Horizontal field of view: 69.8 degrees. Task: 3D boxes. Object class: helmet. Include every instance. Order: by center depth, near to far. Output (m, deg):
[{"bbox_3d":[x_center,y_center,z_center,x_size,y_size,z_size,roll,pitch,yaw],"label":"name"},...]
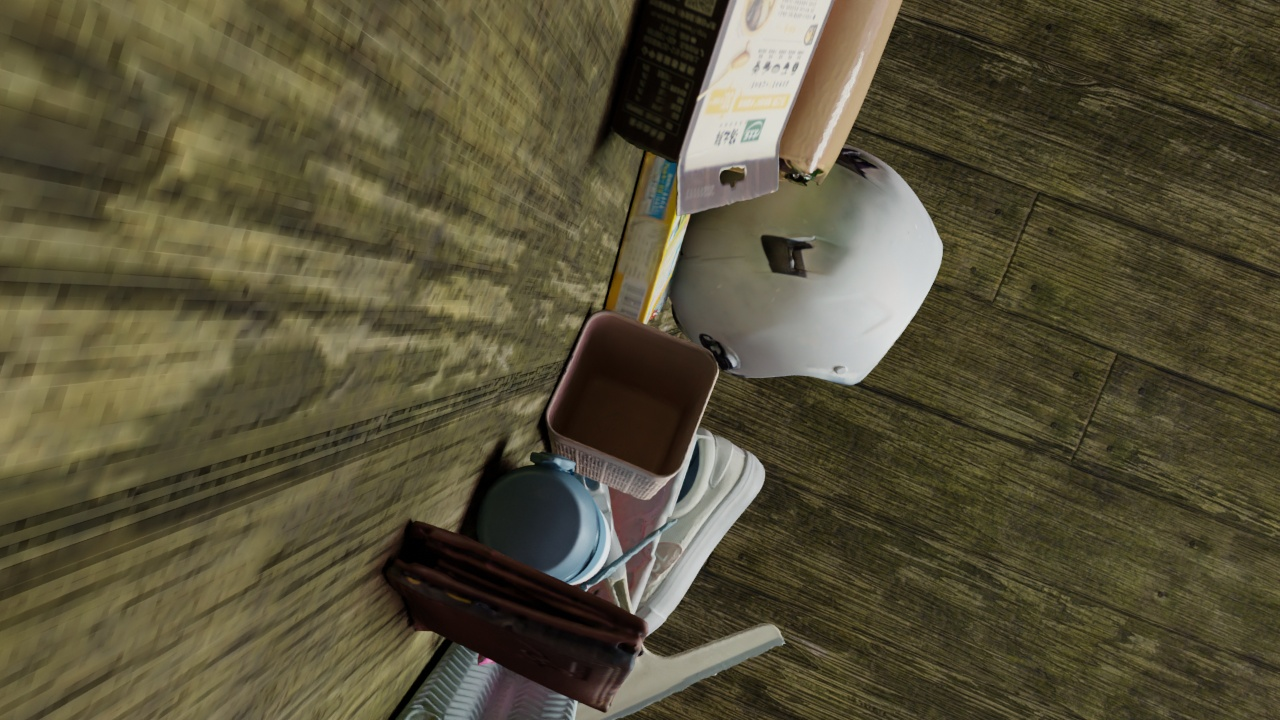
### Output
[{"bbox_3d":[0.122,-0.108,0.807,0.228,0.259,0.146,-54,140,-19],"label":"helmet"}]

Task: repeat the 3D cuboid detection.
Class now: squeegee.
[{"bbox_3d":[-0.020,0.175,0.730,0.039,0.246,0.247,-132,-155,-60],"label":"squeegee"}]

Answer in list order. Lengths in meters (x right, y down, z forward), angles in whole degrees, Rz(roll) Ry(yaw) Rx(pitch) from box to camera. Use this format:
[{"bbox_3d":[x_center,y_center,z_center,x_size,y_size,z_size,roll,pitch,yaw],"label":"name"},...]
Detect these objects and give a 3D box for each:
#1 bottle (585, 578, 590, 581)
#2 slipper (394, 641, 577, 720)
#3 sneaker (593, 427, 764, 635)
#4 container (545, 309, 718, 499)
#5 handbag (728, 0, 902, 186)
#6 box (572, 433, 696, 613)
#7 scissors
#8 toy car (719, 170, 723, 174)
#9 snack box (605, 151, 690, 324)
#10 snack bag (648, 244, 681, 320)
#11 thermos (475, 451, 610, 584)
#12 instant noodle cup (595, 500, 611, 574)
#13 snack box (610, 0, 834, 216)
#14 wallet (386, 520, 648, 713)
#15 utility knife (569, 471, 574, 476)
[{"bbox_3d":[-0.075,0.220,0.853,0.066,0.067,0.149,2,102,-85],"label":"bottle"},{"bbox_3d":[-0.088,0.219,0.464,0.245,0.104,0.074,-75,-174,-72],"label":"slipper"},{"bbox_3d":[0.007,0.166,0.852,0.242,0.090,0.089,-52,-160,9],"label":"sneaker"},{"bbox_3d":[-0.009,0.037,0.615,0.111,0.090,0.090,105,7,-70],"label":"container"},{"bbox_3d":[0.116,-0.222,0.645,0.147,0.099,0.205,-119,-137,-54],"label":"handbag"},{"bbox_3d":[-0.025,0.134,0.774,0.095,0.101,0.201,60,51,-85],"label":"box"},{"bbox_3d":[-0.028,0.124,0.506,0.138,0.017,0.083,-38,166,9],"label":"scissors"},{"bbox_3d":[0.057,-0.174,0.776,0.042,0.035,0.090,88,26,-76],"label":"toy car"},{"bbox_3d":[0.014,-0.097,0.629,0.086,0.034,0.141,-63,174,-51],"label":"snack box"},{"bbox_3d":[0.016,-0.075,0.783,0.104,0.026,0.048,105,1,-47],"label":"snack bag"},{"bbox_3d":[-0.051,0.101,0.547,0.221,0.070,0.070,92,20,-76],"label":"thermos"},{"bbox_3d":[-0.019,0.149,0.941,0.111,0.112,0.124,-60,162,-63],"label":"instant noodle cup"},{"bbox_3d":[0.045,-0.144,0.449,0.113,0.053,0.126,-24,141,-53],"label":"snack box"},{"bbox_3d":[-0.050,0.114,0.391,0.125,0.101,0.032,103,11,-62],"label":"wallet"},{"bbox_3d":[-0.067,0.106,0.680,0.034,0.018,0.159,101,12,-68],"label":"utility knife"}]
